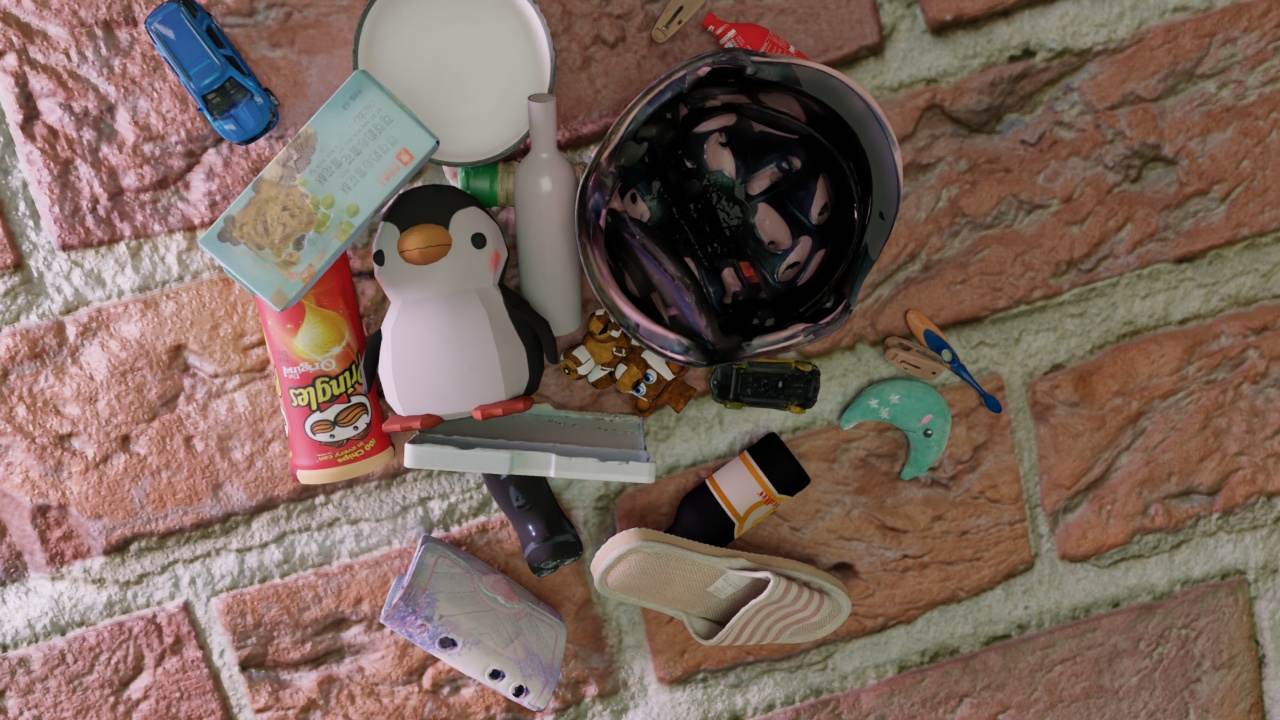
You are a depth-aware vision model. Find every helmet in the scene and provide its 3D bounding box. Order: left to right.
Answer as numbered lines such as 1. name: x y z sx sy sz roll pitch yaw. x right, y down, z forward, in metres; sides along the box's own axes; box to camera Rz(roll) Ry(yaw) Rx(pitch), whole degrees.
1. helmet: 0.073 -0.119 0.735 0.255 0.152 0.230 -36 101 1

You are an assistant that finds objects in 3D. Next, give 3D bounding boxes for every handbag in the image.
1. handbag: -0.141 0.227 0.803 0.158 0.126 0.069 36 94 -11

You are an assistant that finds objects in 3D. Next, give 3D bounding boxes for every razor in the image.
1. razor: -0.102 0.127 0.817 0.053 0.063 0.140 -29 101 -1

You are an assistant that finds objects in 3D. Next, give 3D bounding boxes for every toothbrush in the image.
1. toothbrush: 0.292 0.001 0.857 0.021 0.017 0.135 -45 101 1

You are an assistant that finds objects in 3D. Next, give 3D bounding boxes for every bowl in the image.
1. bowl: -0.144 -0.232 0.727 0.153 0.073 0.153 -1 103 -7

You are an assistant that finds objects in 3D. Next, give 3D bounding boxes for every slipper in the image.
1. slipper: 0.080 0.214 0.826 0.262 0.052 0.115 20 124 -23

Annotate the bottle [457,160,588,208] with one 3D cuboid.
1. bottle: -0.096 -0.148 0.767 0.111 0.043 0.043 0 102 -7

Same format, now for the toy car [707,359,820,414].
1. toy car: 0.113 0.021 0.833 0.107 0.030 0.049 5 103 -9

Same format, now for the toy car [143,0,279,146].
1. toy car: -0.339 -0.227 0.723 0.056 0.043 0.120 -34 104 2

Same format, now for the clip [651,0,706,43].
1. clip: 0.030 -0.286 0.753 0.026 0.061 0.049 43 68 -13

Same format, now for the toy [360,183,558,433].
1. toy: -0.152 -0.048 0.743 0.159 0.140 0.184 -9 97 5

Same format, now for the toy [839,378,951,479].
1. toy: 0.247 0.059 0.857 0.105 0.033 0.085 40 106 -14

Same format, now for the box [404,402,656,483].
1. box: -0.090 0.071 0.768 0.197 0.136 0.044 5 104 -7

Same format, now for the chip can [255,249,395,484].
1. chip can: -0.266 -0.012 0.758 0.087 0.087 0.213 -9 102 -4

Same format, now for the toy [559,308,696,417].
1. toy: -0.005 0.005 0.800 0.112 0.067 0.087 39 121 -1

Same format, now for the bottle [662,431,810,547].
1. bottle: 0.067 0.141 0.840 0.182 0.059 0.059 -37 104 3

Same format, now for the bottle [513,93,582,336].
1. bottle: -0.075 -0.114 0.735 0.052 0.052 0.196 -3 126 -6

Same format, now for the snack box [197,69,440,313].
1. snack box: -0.232 -0.123 0.673 0.075 0.053 0.174 43 91 -14

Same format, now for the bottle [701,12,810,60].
1. bottle: 0.113 -0.246 0.767 0.141 0.042 0.042 30 98 -11

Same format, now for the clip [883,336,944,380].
1. clip: 0.250 0.000 0.840 0.061 0.049 0.026 49 133 14
